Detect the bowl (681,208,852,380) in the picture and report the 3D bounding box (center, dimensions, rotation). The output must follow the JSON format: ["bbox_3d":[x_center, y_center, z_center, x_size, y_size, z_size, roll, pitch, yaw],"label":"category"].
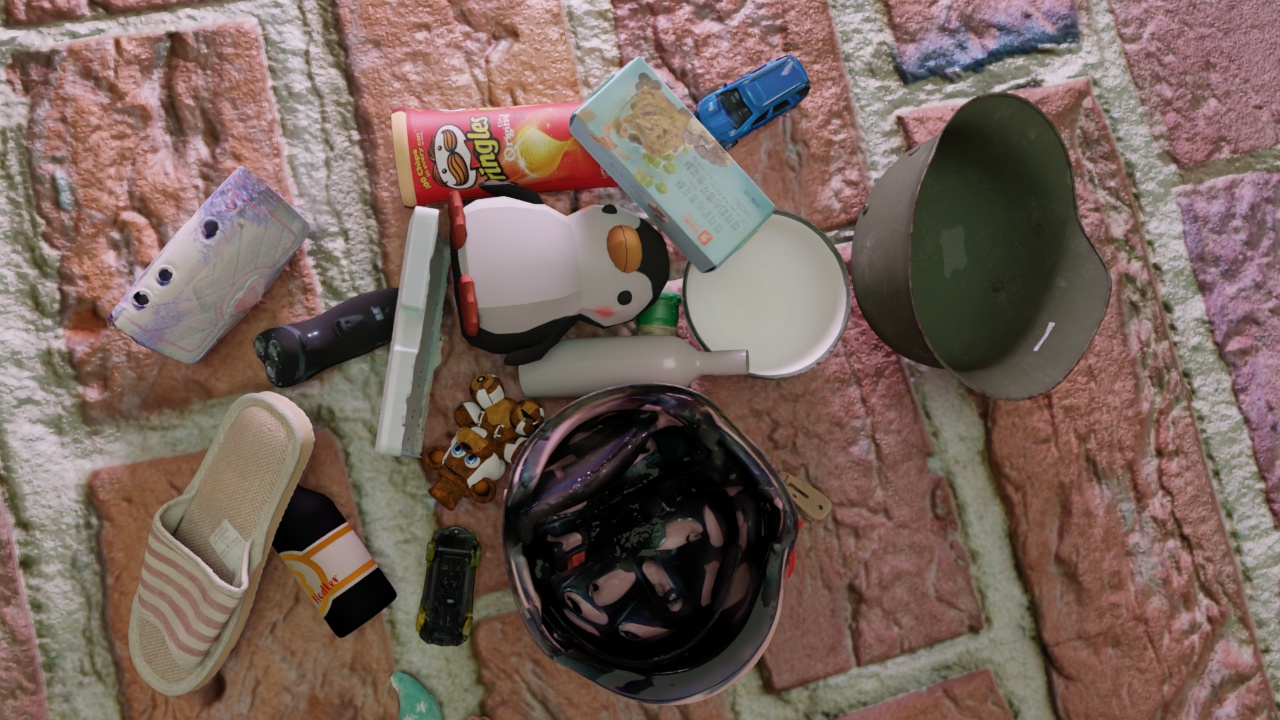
[{"bbox_3d":[0.108,-0.056,0.839,0.153,0.073,0.153,1,85,-7],"label":"bowl"}]

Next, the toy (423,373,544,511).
[{"bbox_3d":[-0.139,0.077,0.799,0.087,0.067,0.112,31,68,21],"label":"toy"}]

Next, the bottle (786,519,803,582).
[{"bbox_3d":[0.106,0.204,0.831,0.042,0.042,0.141,33,81,-4],"label":"bottle"}]

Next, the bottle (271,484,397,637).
[{"bbox_3d":[-0.281,0.144,0.776,0.059,0.059,0.181,-35,90,-9],"label":"bottle"}]

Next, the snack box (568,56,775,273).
[{"bbox_3d":[0.026,-0.161,0.769,0.075,0.053,0.174,-44,96,-8],"label":"snack box"}]

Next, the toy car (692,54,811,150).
[{"bbox_3d":[0.106,-0.249,0.871,0.120,0.044,0.056,-32,90,-9],"label":"toy car"}]

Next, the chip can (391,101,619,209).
[{"bbox_3d":[-0.107,-0.187,0.816,0.213,0.087,0.087,-6,86,-9],"label":"chip can"}]

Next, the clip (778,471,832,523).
[{"bbox_3d":[0.149,0.123,0.847,0.026,0.061,0.049,-44,119,-9],"label":"clip"}]

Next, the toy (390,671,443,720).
[{"bbox_3d":[-0.212,0.330,0.784,0.085,0.033,0.105,42,82,9],"label":"toy"}]

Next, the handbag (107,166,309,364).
[{"bbox_3d":[-0.348,-0.073,0.753,0.069,0.126,0.158,39,80,-5],"label":"handbag"}]

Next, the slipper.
[{"bbox_3d":[-0.345,0.149,0.735,0.115,0.052,0.263,28,96,19],"label":"slipper"}]

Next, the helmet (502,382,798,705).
[{"bbox_3d":[-0.001,0.149,0.766,0.229,0.153,0.255,-33,91,-12],"label":"helmet"}]

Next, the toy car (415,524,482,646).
[{"bbox_3d":[-0.166,0.197,0.801,0.049,0.030,0.107,9,86,-6],"label":"toy car"}]

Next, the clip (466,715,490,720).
[{"bbox_3d":[-0.150,0.334,0.788,0.026,0.050,0.060,25,46,29],"label":"clip"}]

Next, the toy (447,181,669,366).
[{"bbox_3d":[-0.069,-0.075,0.792,0.184,0.140,0.159,-7,77,-15],"label":"toy"}]

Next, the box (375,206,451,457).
[{"bbox_3d":[-0.190,-0.018,0.764,0.044,0.136,0.197,8,84,-5],"label":"box"}]

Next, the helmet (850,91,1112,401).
[{"bbox_3d":[0.281,-0.101,0.822,0.227,0.154,0.267,24,81,-23],"label":"helmet"}]

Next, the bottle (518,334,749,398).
[{"bbox_3d":[-0.005,0.005,0.793,0.195,0.052,0.052,-2,85,15],"label":"bottle"}]

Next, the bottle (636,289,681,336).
[{"bbox_3d":[0.015,-0.008,0.838,0.043,0.043,0.111,3,85,-7],"label":"bottle"}]

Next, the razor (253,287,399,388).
[{"bbox_3d":[-0.259,-0.025,0.792,0.140,0.064,0.053,-26,91,-12],"label":"razor"}]
